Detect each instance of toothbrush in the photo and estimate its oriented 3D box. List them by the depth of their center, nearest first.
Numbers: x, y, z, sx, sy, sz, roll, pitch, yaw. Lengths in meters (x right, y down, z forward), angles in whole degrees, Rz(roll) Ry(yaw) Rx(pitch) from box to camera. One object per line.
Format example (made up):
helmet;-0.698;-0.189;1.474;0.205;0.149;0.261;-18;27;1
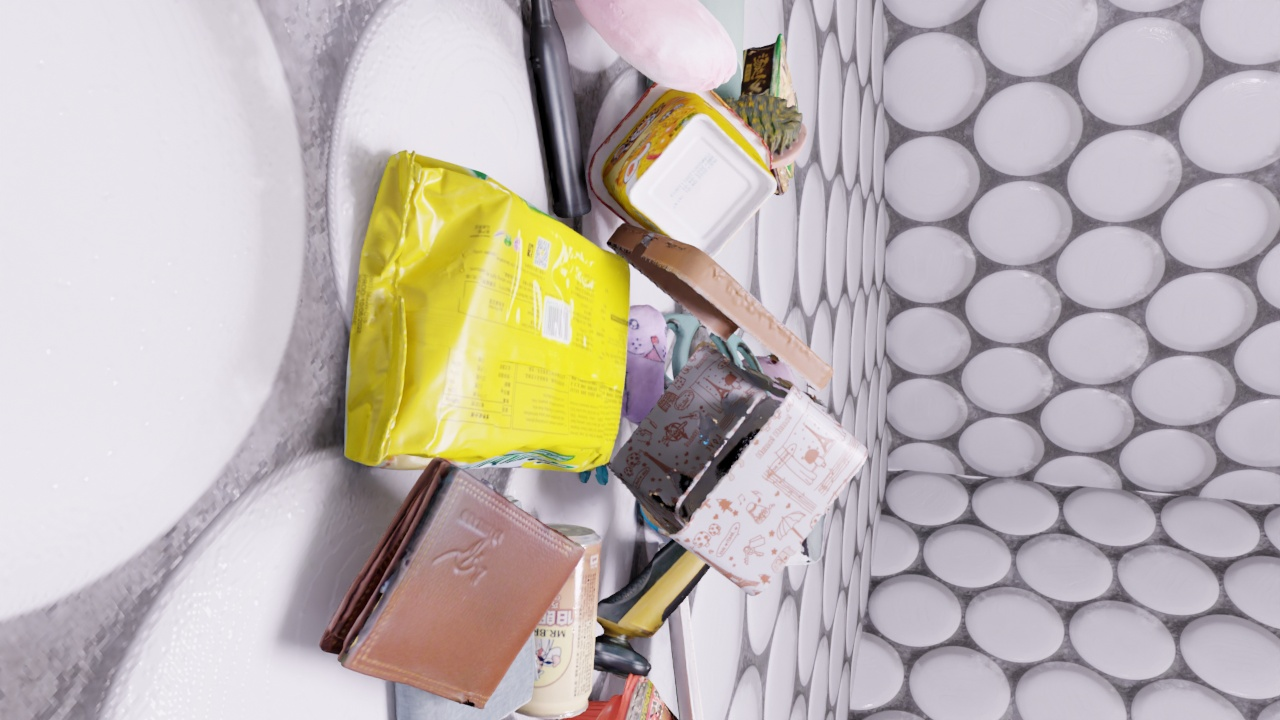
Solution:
toothbrush;-0.060;-0.197;0.593;0.026;0.027;0.213;-139;-144;-57

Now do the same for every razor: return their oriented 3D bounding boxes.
razor;0.019;0.184;0.726;0.167;0.067;0.062;-46;155;-5

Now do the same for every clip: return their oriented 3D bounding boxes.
clip;-0.037;0.070;0.702;0.014;0.045;0.057;-47;134;-56

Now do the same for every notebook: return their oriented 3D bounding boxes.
notebook;0.036;0.266;0.810;0.150;0.012;0.209;105;-21;-78

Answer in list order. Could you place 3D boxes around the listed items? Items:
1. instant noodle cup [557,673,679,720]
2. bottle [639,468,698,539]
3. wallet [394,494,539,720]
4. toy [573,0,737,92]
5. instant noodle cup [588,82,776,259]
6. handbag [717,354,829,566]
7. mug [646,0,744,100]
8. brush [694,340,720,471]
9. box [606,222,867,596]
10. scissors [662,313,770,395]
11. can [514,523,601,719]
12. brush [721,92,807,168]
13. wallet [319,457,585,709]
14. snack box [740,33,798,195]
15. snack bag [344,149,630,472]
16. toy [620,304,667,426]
instant noodle cup;-0.022;0.337;0.700;0.189;0.079;0.164;67;32;-51
bottle;0.058;0.163;0.916;0.219;0.065;0.065;54;44;-62
wallet;-0.100;0.150;0.523;0.106;0.037;0.130;-16;108;-57
toy;-0.003;-0.238;0.611;0.054;0.159;0.121;-46;178;30
instant noodle cup;0.035;-0.131;0.656;0.116;0.116;0.123;39;11;-17
handbag;0.142;0.110;1.001;0.145;0.098;0.196;93;-9;-54
mug;0.044;-0.264;0.801;0.112;0.082;0.106;-155;-114;-78
brush;0.073;0.094;0.980;0.083;0.046;0.255;-49;143;-60
box;0.030;0.032;0.643;0.197;0.181;0.157;40;90;-22
scissors;0.057;-0.007;0.875;0.180;0.019;0.170;-24;86;-49
can;-0.058;0.170;0.606;0.058;0.059;0.116;6;88;-70
brush;0.064;-0.179;0.753;0.073;0.145;0.063;92;-10;-66
wallet;-0.086;0.114;0.455;0.101;0.032;0.124;-59;142;-13
snack box;0.088;-0.228;0.875;0.118;0.106;0.117;55;40;-61
snack bag;-0.072;-0.014;0.529;0.246;0.068;0.158;17;77;-68
toy;-0.004;0.004;0.758;0.083;0.039;0.108;19;76;-47
